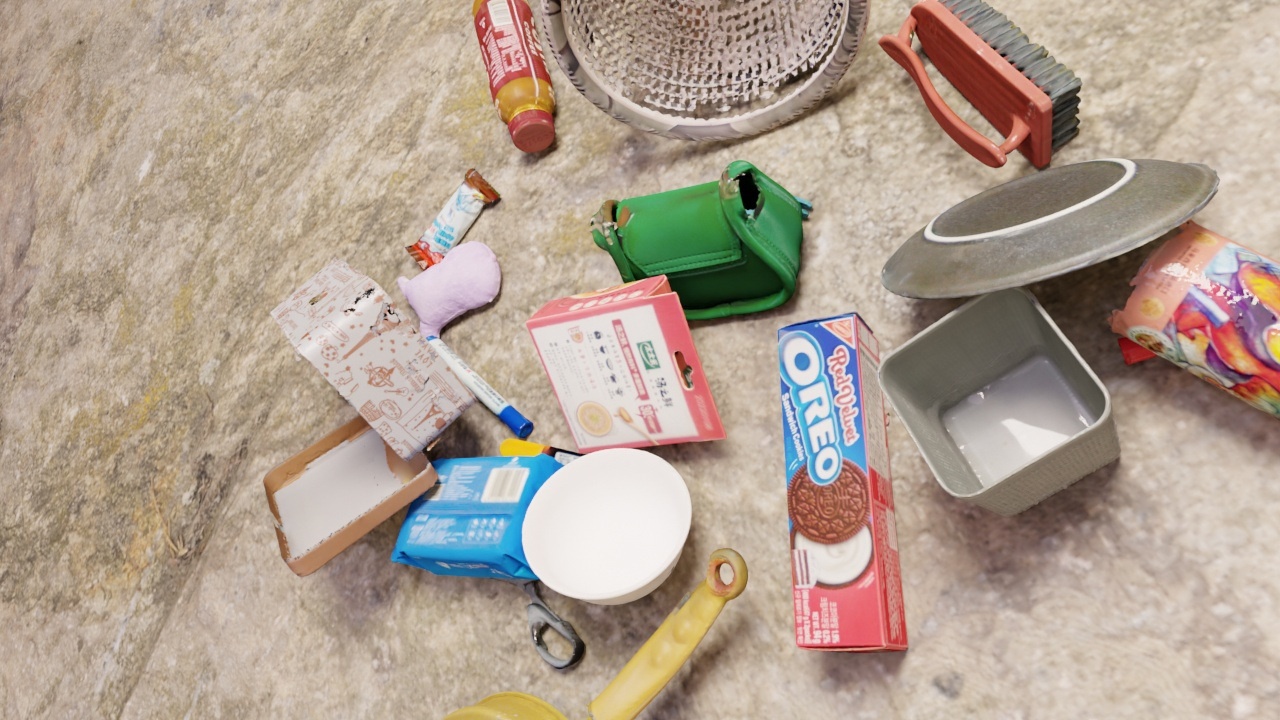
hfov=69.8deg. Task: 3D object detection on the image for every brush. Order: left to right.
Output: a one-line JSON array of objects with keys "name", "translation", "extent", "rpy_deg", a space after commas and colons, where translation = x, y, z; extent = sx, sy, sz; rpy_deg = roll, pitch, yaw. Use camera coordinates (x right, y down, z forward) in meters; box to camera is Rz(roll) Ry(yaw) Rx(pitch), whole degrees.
[{"name": "brush", "translation": [0.218, -0.189, 0.605], "extent": [0.069, 0.063, 0.145], "rpy_deg": [-32, 57, 5]}]

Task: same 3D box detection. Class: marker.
[{"name": "marker", "translation": [-0.143, 0.020, 0.795], "extent": [0.146, 0.017, 0.017], "rpy_deg": [38, 96, 31]}, {"name": "marker", "translation": [-0.061, 0.079, 0.730], "extent": [0.124, 0.015, 0.018], "rpy_deg": [7, 79, 33]}, {"name": "marker", "translation": [0.339, -0.026, 0.497], "extent": [0.145, 0.017, 0.017], "rpy_deg": [-20, 64, 27]}]

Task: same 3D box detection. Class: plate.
[{"name": "plate", "translation": [0.219, -0.082, 0.515], "extent": [0.180, 0.179, 0.024], "rpy_deg": [-18, 105, 28]}]

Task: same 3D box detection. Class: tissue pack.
[{"name": "tissue pack", "translation": [-0.123, 0.124, 0.721], "extent": [0.157, 0.052, 0.094], "rpy_deg": [-6, 50, 32]}]

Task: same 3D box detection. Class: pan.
[{"name": "pan", "translation": [-0.042, 0.264, 0.602], "extent": [0.197, 0.078, 0.358], "rpy_deg": [44, 115, 36]}]

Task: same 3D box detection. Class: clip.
[{"name": "clip", "translation": [0.103, -0.116, 0.688], "extent": [0.057, 0.015, 0.049], "rpy_deg": [15, 80, 36]}]

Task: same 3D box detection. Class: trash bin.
[{"name": "trash bin", "translation": [0.049, -0.311, 0.683], "extent": [0.228, 0.227, 0.191], "rpy_deg": [-15, 53, 29]}]

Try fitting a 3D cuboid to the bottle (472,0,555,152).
[{"name": "bottle", "translation": [-0.116, -0.273, 0.859], "extent": [0.058, 0.057, 0.174], "rpy_deg": [-28, 60, 23]}]

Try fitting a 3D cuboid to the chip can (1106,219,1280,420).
[{"name": "chip can", "translation": [0.343, 0.010, 0.436], "extent": [0.215, 0.071, 0.071], "rpy_deg": [38, 96, 31]}]

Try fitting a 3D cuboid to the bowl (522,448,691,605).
[{"name": "bowl", "translation": [-0.016, 0.128, 0.642], "extent": [0.118, 0.065, 0.118], "rpy_deg": [-10, 46, 10]}]

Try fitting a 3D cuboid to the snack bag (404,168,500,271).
[{"name": "snack bag", "translation": [-0.179, -0.131, 0.873], "extent": [0.104, 0.026, 0.048], "rpy_deg": [-48, 66, 11]}]

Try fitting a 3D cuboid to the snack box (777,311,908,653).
[{"name": "snack box", "translation": [0.126, 0.076, 0.579], "extent": [0.057, 0.058, 0.207], "rpy_deg": [-10, 68, 27]}]

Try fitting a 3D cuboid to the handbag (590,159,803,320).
[{"name": "handbag", "translation": [0.043, -0.084, 0.651], "extent": [0.132, 0.120, 0.067], "rpy_deg": [-8, 64, 33]}]

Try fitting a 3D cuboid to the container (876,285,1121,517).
[{"name": "container", "translation": [0.203, 0.029, 0.508], "extent": [0.090, 0.114, 0.090], "rpy_deg": [-36, 58, 18]}]

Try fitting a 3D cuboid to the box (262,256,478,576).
[{"name": "box", "translation": [-0.260, 0.041, 0.753], "extent": [0.192, 0.157, 0.183], "rpy_deg": [-41, 28, -13]}]

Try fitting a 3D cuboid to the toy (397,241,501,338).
[{"name": "toy", "translation": [-0.171, -0.064, 0.837], "extent": [0.108, 0.039, 0.084], "rpy_deg": [-29, 78, 21]}]

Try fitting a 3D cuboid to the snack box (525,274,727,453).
[{"name": "snack box", "translation": [-0.004, 0.004, 0.661], "extent": [0.127, 0.044, 0.113], "rpy_deg": [-9, 111, 31]}]

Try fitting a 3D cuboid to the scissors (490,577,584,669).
[{"name": "scissors", "translation": [-0.091, 0.171, 0.719], "extent": [0.160, 0.014, 0.170], "rpy_deg": [-32, 58, 22]}]
